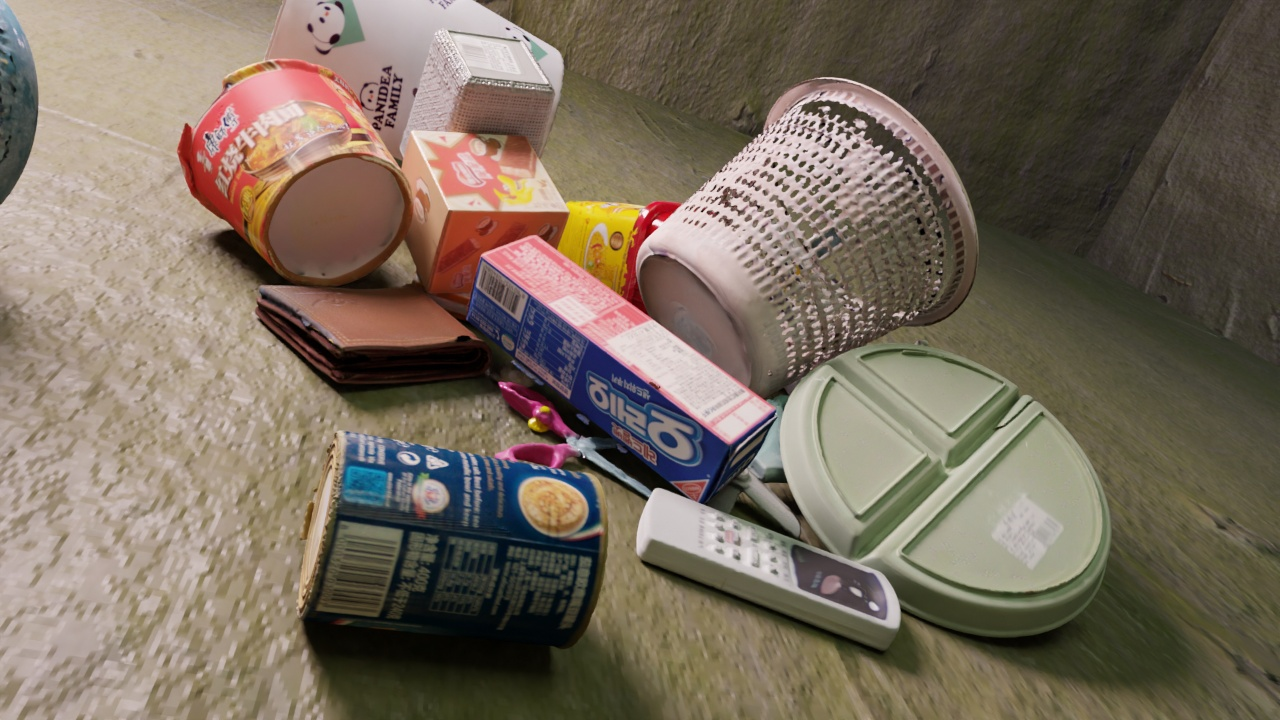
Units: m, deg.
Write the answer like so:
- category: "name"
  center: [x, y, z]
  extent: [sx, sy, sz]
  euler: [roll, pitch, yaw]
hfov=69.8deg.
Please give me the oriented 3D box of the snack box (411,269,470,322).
- category: "snack box"
  center: [-0.131, -0.089, 0.732]
  extent: [0.075, 0.026, 0.153]
  euler: [18, 40, -12]

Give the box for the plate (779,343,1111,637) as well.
- category: "plate"
  center: [0.205, 0.071, 0.607]
  extent: [0.230, 0.028, 0.229]
  euler: [8, 46, -9]

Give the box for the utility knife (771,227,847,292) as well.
- category: "utility knife"
  center: [0.154, -0.090, 0.912]
  extent: [0.033, 0.015, 0.231]
  euler: [47, -17, -1]

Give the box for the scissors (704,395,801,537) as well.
- category: "scissors"
  center: [0.050, 0.046, 0.616]
  extent: [0.170, 0.019, 0.174]
  euler: [34, 36, 14]

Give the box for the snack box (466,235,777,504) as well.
- category: "snack box"
  center: [-0.017, 0.002, 0.572]
  extent: [0.207, 0.057, 0.058]
  euler: [37, 39, 21]

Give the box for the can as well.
- category: "can"
  center: [-0.078, 0.074, 0.377]
  extent: [0.111, 0.075, 0.075]
  euler: [13, 23, -22]

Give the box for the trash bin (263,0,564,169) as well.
- category: "trash bin"
  center: [-0.225, -0.264, 0.879]
  extent: [0.251, 0.230, 0.229]
  euler: [18, 21, -25]

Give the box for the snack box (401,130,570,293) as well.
- category: "snack box"
  center: [-0.119, -0.110, 0.678]
  extent: [0.094, 0.077, 0.092]
  euler: [-5, 50, -32]

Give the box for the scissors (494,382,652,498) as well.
- category: "scissors"
  center: [-0.043, 0.051, 0.558]
  extent: [0.133, 0.017, 0.136]
  euler: [33, 19, 18]

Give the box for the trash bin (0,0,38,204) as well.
- category: "trash bin"
  center: [-0.410, -0.136, 0.414]
  extent: [0.226, 0.227, 0.195]
  euler: [27, 9, 13]

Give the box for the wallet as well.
- category: "wallet"
  center: [-0.169, -0.022, 0.590]
  extent: [0.101, 0.032, 0.124]
  euler: [32, 22, 32]

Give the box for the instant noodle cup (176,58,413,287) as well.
- category: "instant noodle cup"
  center: [-0.232, -0.124, 0.648]
  extent: [0.137, 0.138, 0.108]
  euler: [-4, 41, -49]

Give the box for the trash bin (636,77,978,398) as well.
- category: "trash bin"
  center: [0.113, -0.077, 0.725]
  extent: [0.191, 0.228, 0.227]
  euler: [-35, 50, -20]

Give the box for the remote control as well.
- category: "remote control"
  center: [0.071, 0.113, 0.507]
  extent: [0.150, 0.021, 0.058]
  euler: [20, 21, -2]

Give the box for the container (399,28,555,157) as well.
- category: "container"
  center: [-0.128, -0.191, 0.731]
  extent: [0.090, 0.115, 0.090]
  euler: [-5, 50, -33]

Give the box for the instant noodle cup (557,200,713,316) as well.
- category: "instant noodle cup"
  center: [-0.006, -0.093, 0.829]
  extent: [0.124, 0.116, 0.116]
  euler: [22, 18, 35]

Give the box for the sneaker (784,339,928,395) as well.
- category: "sneaker"
  center: [0.210, 0.028, 0.758]
  extent: [0.089, 0.091, 0.242]
  euler: [3, 27, -43]
